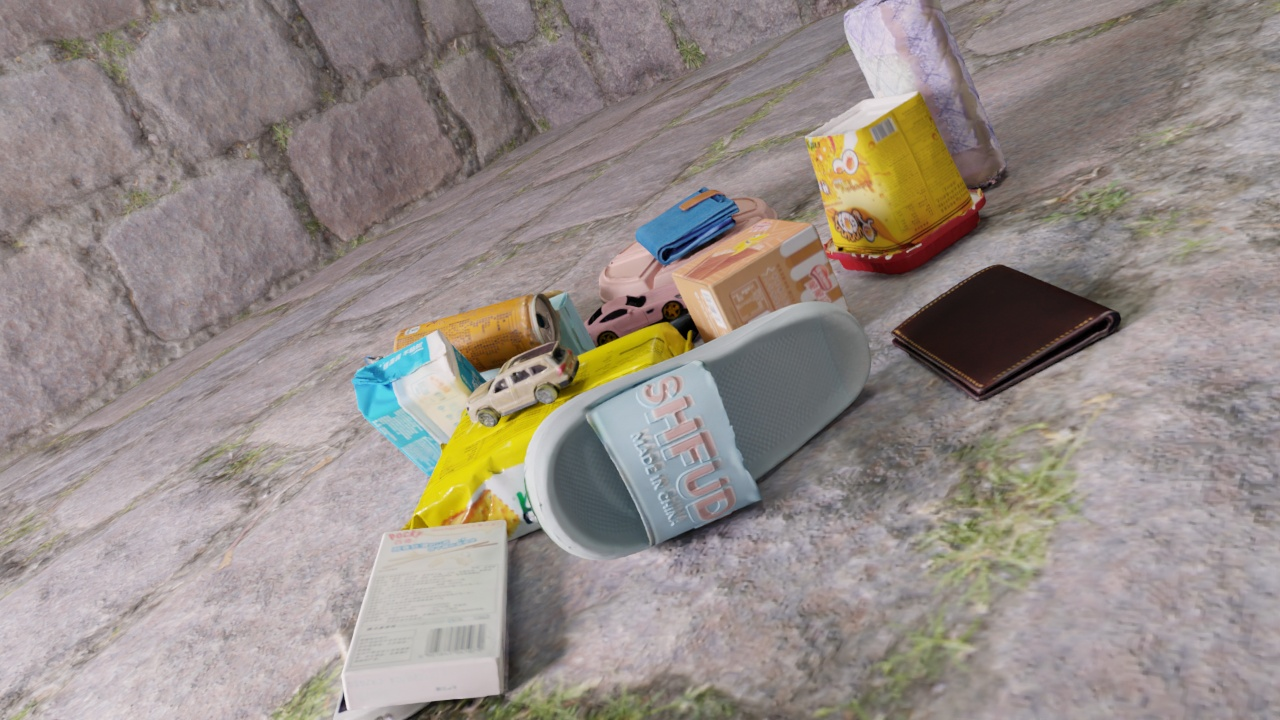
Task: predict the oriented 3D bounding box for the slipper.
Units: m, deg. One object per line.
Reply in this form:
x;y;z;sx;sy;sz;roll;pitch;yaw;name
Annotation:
0.049;0.042;0.546;0.245;0.104;0.074;-28;21;-21;slipper

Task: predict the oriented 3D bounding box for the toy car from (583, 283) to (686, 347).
-0.007;-0.049;0.929;0.122;0.037;0.056;-24;22;6;toy car

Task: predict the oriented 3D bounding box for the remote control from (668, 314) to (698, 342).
-0.005;0.005;0.778;0.137;0.024;0.053;-32;-20;18;remote control

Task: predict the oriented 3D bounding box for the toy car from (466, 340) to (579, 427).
-0.089;0.017;0.671;0.091;0.035;0.042;-25;18;18;toy car

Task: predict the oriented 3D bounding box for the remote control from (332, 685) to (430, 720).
-0.155;0.177;0.581;0.058;0.021;0.150;-27;19;0;remote control

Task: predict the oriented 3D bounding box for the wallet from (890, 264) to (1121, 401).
0.226;-0.021;0.587;0.096;0.020;0.122;-32;21;1;wallet

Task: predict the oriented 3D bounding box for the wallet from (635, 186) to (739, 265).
0.051;-0.154;1.034;0.106;0.040;0.133;-31;21;0;wallet

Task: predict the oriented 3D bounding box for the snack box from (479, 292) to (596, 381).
-0.133;0.002;0.906;0.175;0.074;0.051;-21;21;16;snack box

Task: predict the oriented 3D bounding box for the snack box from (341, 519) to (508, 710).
-0.125;0.149;0.560;0.084;0.027;0.156;-5;18;-5;snack box

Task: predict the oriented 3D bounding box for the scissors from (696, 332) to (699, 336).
0.054;-0.031;0.841;0.105;0.017;0.136;-28;15;15;scissors

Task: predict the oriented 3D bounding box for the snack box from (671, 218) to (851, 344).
0.094;-0.045;0.704;0.094;0.093;0.077;-32;20;-11;snack box

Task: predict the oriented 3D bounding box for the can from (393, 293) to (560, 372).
-0.150;-0.017;0.841;0.146;0.058;0.058;-14;23;16;can

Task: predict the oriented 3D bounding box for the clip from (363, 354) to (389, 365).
-0.363;0.005;1.274;0.057;0.024;0.029;-1;36;40;clip

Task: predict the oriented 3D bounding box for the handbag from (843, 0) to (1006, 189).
0.263;-0.253;0.863;0.075;0.194;0.134;-31;16;3;handbag

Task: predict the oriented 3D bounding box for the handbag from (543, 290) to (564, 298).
-0.152;-0.030;1.055;0.164;0.063;0.178;-19;7;23;handbag

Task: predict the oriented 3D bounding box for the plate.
0.050;-0.134;1.081;0.230;0.028;0.229;-25;20;9;plate

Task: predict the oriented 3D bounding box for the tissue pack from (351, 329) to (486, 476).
-0.179;0.039;0.803;0.090;0.140;0.063;-25;51;5;tissue pack

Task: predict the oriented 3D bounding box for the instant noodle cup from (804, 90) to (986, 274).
0.207;-0.152;0.778;0.116;0.124;0.116;-34;21;-16;instant noodle cup

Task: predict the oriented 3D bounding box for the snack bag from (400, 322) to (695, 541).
-0.061;0.055;0.695;0.247;0.068;0.157;-24;20;13;snack bag
